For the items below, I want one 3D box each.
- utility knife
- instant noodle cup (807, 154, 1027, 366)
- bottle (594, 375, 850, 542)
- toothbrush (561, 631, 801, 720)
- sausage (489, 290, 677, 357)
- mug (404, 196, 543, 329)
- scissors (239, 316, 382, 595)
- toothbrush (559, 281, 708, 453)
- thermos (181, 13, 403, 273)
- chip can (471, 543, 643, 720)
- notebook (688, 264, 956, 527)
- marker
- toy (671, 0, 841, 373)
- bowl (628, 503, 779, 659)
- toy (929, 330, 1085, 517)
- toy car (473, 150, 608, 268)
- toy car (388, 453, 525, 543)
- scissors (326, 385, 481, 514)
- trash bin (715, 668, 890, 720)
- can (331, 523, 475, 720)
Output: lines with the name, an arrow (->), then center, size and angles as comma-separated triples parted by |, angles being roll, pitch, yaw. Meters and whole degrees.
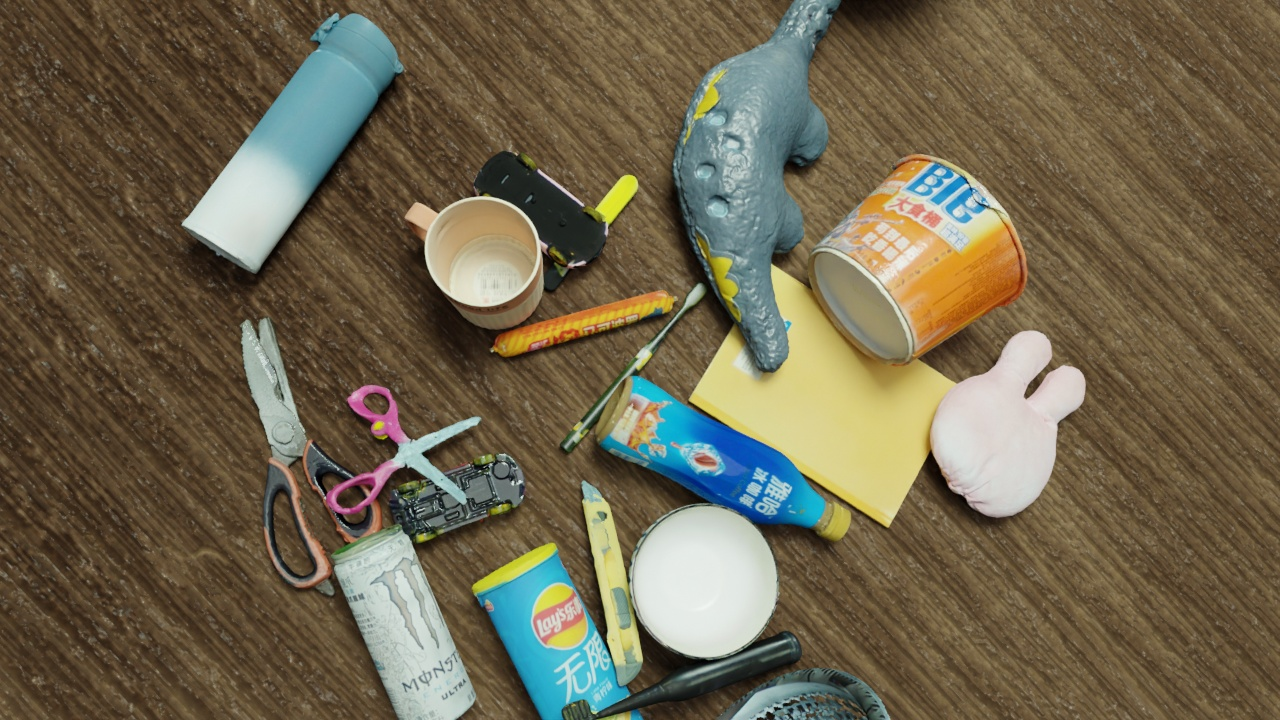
utility knife -> -0.025, 0.172, 0.723 | 0.031, 0.018, 0.162 | 9, 51, -41
instant noodle cup -> 0.217, -0.074, 0.748 | 0.111, 0.151, 0.151 | -38, 89, -11
bottle -> 0.071, 0.086, 0.743 | 0.218, 0.065, 0.065 | 27, 78, -8
toothbrush -> 0.035, 0.244, 0.697 | 0.212, 0.026, 0.027 | -6, 67, -32
sausage -> -0.046, -0.031, 0.766 | 0.165, 0.021, 0.021 | -16, 85, -10
mug -> -0.130, -0.079, 0.714 | 0.114, 0.106, 0.081 | 32, 81, 2
scissors -> -0.261, 0.068, 0.722 | 0.193, 0.015, 0.206 | 20, 80, -4
toothbrush -> -0.005, 0.005, 0.772 | 0.012, 0.017, 0.185 | 41, 80, -4
thermos -> -0.273, -0.176, 0.730 | 0.070, 0.070, 0.220 | 31, 78, -4
chip can -> -0.049, 0.249, 0.700 | 0.071, 0.071, 0.210 | -27, 87, -12
notebook -> 0.163, 0.029, 0.796 | 0.206, 0.010, 0.145 | 32, 79, -3
marker -> -0.043, -0.108, 0.782 | 0.018, 0.015, 0.124 | 37, 81, 4
toy -> 0.097, -0.174, 0.775 | 0.137, 0.091, 0.356 | 15, 81, -16
bowl -> 0.045, 0.173, 0.728 | 0.116, 0.066, 0.116 | 1, 80, -9
toy -> 0.319, 0.055, 0.794 | 0.121, 0.054, 0.159 | 44, 79, -9
toy car -> -0.083, -0.124, 0.764 | 0.122, 0.037, 0.056 | 38, 81, 2
toy car -> -0.143, 0.108, 0.725 | 0.106, 0.031, 0.049 | -20, 86, -6
scissors -> -0.188, 0.074, 0.712 | 0.133, 0.017, 0.135 | 37, 66, 16
trash bin -> 0.144, 0.374, 0.655 | 0.195, 0.227, 0.226 | 46, 77, -13
can -> -0.177, 0.200, 0.686 | 0.058, 0.058, 0.146 | -23, 92, -12
